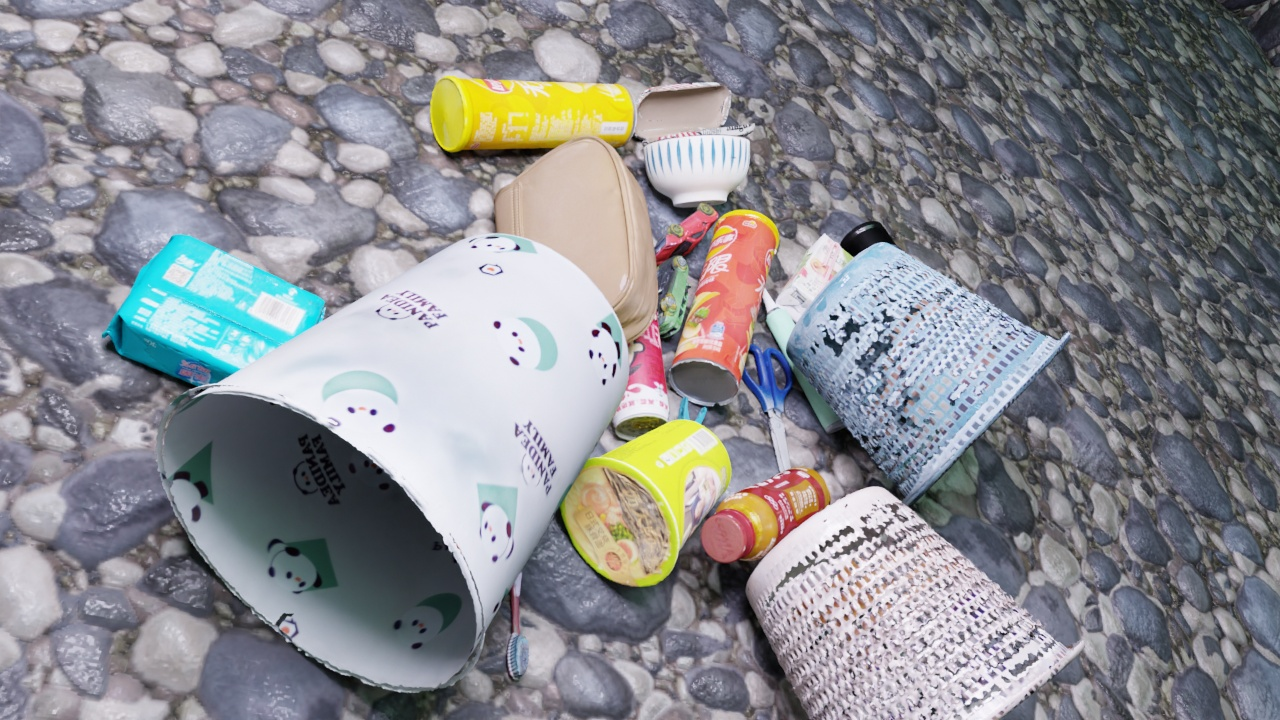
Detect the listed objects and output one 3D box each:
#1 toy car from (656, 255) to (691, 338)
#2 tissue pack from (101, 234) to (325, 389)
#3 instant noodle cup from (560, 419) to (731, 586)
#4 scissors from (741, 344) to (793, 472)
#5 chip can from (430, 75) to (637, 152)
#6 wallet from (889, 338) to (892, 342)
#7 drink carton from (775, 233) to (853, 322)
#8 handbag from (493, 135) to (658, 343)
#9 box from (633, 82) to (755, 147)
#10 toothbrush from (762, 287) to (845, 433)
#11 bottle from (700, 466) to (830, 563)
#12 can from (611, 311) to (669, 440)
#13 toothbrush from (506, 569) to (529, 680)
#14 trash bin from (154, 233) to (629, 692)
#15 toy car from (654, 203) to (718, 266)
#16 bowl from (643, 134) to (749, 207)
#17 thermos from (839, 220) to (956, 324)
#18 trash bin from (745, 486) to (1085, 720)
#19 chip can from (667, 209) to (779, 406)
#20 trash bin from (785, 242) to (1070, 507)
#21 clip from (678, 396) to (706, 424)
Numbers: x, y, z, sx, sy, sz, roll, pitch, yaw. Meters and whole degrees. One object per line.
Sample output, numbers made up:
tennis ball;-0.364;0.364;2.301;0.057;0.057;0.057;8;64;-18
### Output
toy car;0.026;-0.064;0.921;0.036;0.043;0.091;33;54;-31
tissue pack;-0.309;-0.027;0.672;0.133;0.050;0.093;27;50;-14
instant noodle cup;0.013;0.108;0.758;0.111;0.112;0.123;51;38;7
scissors;0.146;0.060;0.936;0.107;0.012;0.174;-15;70;-39
chip can;-0.105;-0.253;0.946;0.212;0.072;0.072;-12;67;-38
wallet;0.330;0.012;1.081;0.115;0.024;0.087;41;43;2
drink carton;0.204;-0.093;1.055;0.053;0.046;0.122;39;46;-2
handbag;-0.059;-0.096;0.834;0.100;0.148;0.204;50;28;-54
box;0.067;-0.275;1.073;0.162;0.076;0.088;-19;47;-43
toothbrush;0.161;-0.023;0.992;0.224;0.027;0.026;64;9;19
bottle;0.109;0.134;0.793;0.174;0.058;0.057;-9;63;-58
can;-0.005;0.005;0.845;0.053;0.053;0.132;12;54;-27
toothbrush;-0.095;0.150;0.711;0.016;0.017;0.187;13;54;-27
trash bin;-0.141;0.048;0.624;0.229;0.230;0.251;41;40;-2
toy car;0.044;-0.130;0.975;0.031;0.049;0.106;47;45;6
bowl;0.063;-0.204;1.005;0.116;0.117;0.066;-5;94;-35
thermos;0.322;-0.054;1.071;0.090;0.069;0.242;17;40;-48
trash bin;0.198;0.219;0.739;0.226;0.228;0.192;-14;56;-39
chip can;0.086;-0.057;0.929;0.073;0.073;0.216;30;52;-13
trash bin;0.260;-0.001;0.896;0.195;0.227;0.225;44;45;17
clip;0.046;0.060;0.869;0.039;0.014;0.055;29;49;-13
